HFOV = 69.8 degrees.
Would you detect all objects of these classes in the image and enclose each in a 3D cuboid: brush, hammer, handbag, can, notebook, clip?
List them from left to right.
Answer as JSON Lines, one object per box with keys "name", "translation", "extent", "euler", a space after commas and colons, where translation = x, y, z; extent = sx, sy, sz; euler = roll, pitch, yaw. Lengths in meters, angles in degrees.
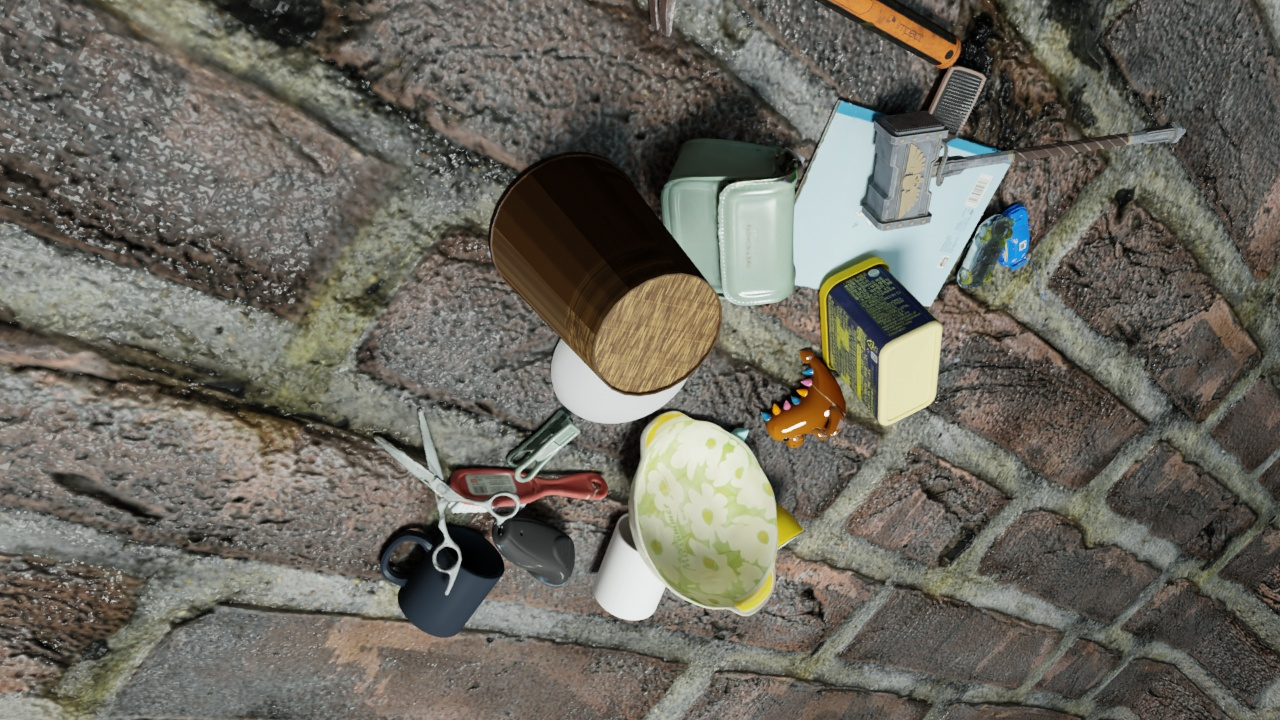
{"name": "brush", "translation": [-0.107, 0.127, 0.880], "extent": [0.172, 0.041, 0.030], "euler": [5, 138, -37]}
{"name": "clip", "translation": [-0.092, 0.081, 0.857], "extent": [0.076, 0.042, 0.023], "euler": [-42, 133, 3]}
{"name": "handbag", "translation": [0.074, -0.111, 0.745], "extent": [0.106, 0.067, 0.122], "euler": [8, 135, 17]}
{"name": "hammer", "translation": [0.142, -0.280, 0.716], "extent": [0.313, 0.035, 0.138], "euler": [9, 118, -37]}
{"name": "can", "translation": [0.241, -0.017, 0.921], "extent": [0.075, 0.104, 0.135], "euler": [-25, 139, -8]}
{"name": "notebook", "translation": [0.247, -0.144, 0.904], "extent": [0.253, 0.009, 0.181], "euler": [5, 121, -34]}
{"name": "brush", "translation": [0.279, -0.205, 0.858], "extent": [0.049, 0.015, 0.136], "euler": [3, 121, -32]}
{"name": "hammer", "translation": [0.368, -0.194, 0.857], "extent": [0.321, 0.044, 0.099], "euler": [-10, 129, -10]}

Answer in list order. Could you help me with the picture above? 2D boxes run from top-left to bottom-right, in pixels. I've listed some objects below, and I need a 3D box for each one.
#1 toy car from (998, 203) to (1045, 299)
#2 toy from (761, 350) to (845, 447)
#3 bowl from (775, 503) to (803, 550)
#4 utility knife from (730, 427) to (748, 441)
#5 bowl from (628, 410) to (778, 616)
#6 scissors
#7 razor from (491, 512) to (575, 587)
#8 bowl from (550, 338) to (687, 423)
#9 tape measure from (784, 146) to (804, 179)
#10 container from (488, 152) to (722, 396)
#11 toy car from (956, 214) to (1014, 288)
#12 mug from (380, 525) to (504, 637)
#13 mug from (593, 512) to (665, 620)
{"name": "toy car", "translation": [0.419, -0.117, 0.994], "extent": [0.033, 0.062, 0.092], "euler": [-28, 134, -10]}
{"name": "toy", "translation": [0.170, 0.042, 0.986], "extent": [0.090, 0.070, 0.103], "euler": [-26, 112, 5]}
{"name": "bowl", "translation": [0.118, 0.198, 1.036], "extent": [0.117, 0.067, 0.117], "euler": [-31, 165, -10]}
{"name": "utility knife", "translation": [0.084, 0.140, 1.024], "extent": [0.022, 0.015, 0.166], "euler": [-4, 129, -31]}
{"name": "bowl", "translation": [0.054, 0.160, 0.937], "extent": [0.187, 0.219, 0.060], "euler": [-32, -177, -41]}
{"name": "scissors", "translation": [-0.179, 0.126, 0.803], "extent": [0.141, 0.014, 0.158], "euler": [21, 95, -18]}
{"name": "razor", "translation": [-0.108, 0.183, 0.898], "extent": [0.064, 0.053, 0.140], "euler": [-8, 151, 22]}
{"name": "bowl", "translation": [-0.005, 0.005, 0.840], "extent": [0.149, 0.043, 0.150], "euler": [-17, 131, -20]}
{"name": "tape measure", "translation": [0.107, -0.151, 0.788], "extent": [0.058, 0.038, 0.059], "euler": [-40, 162, -56]}
{"name": "container", "translation": [-0.024, -0.061, 0.689], "extent": [0.132, 0.167, 0.132], "euler": [-17, 131, -20]}
{"name": "toy car", "translation": [0.368, -0.118, 0.985], "extent": [0.038, 0.027, 0.090], "euler": [-6, 129, -26]}
{"name": "mug", "translation": [-0.193, 0.201, 0.866], "extent": [0.105, 0.071, 0.077], "euler": [33, 105, -16]}
{"name": "mug", "translation": [0.007, 0.216, 1.001], "extent": [0.110, 0.074, 0.091], "euler": [-22, 138, -52]}
